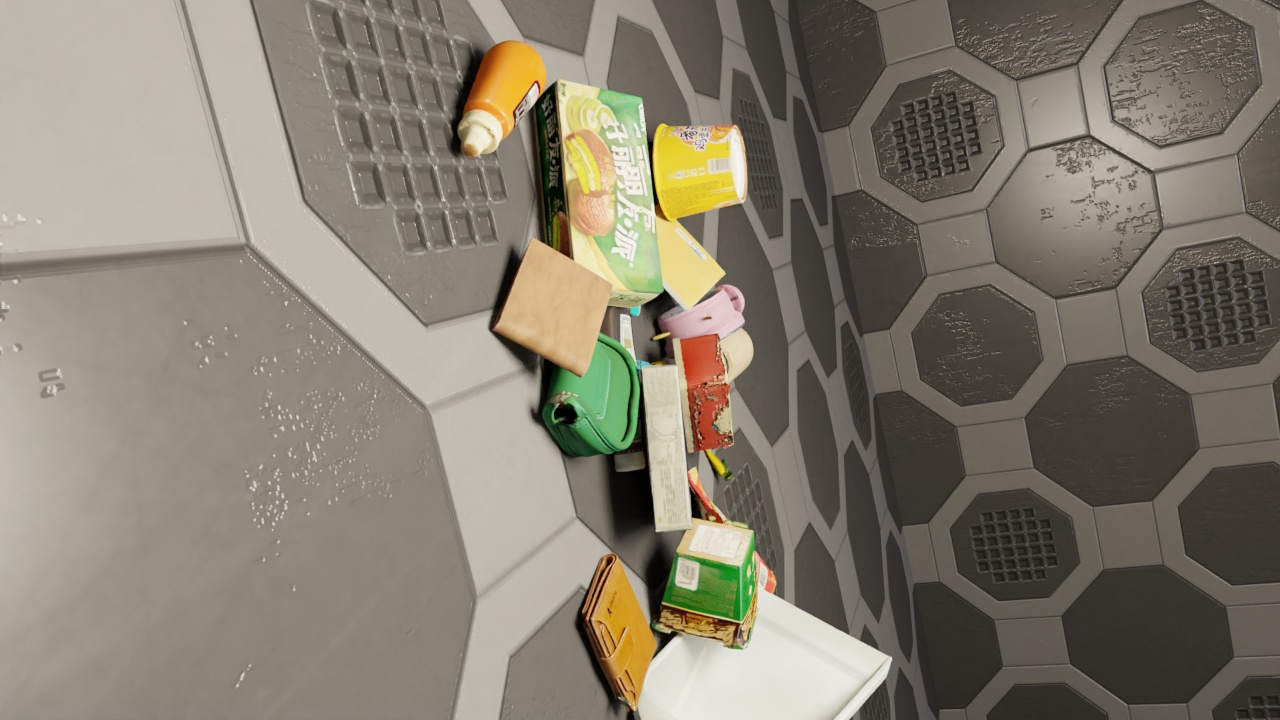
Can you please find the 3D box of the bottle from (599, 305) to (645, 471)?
[{"bbox_3d":[-0.025,0.030,1.066,0.079,0.044,0.195,0,81,-72],"label":"bottle"}]

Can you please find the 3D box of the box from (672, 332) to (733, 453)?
[{"bbox_3d":[0.092,0.046,1.220,0.168,0.080,0.091,79,4,-52],"label":"box"}]

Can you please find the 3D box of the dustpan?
[{"bbox_3d":[0.121,0.362,1.025,0.257,0.223,0.143,-52,145,-24],"label":"dustpan"}]

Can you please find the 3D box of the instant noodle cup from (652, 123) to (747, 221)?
[{"bbox_3d":[0.089,-0.273,1.302,0.138,0.110,0.138,-3,90,-72],"label":"instant noodle cup"}]

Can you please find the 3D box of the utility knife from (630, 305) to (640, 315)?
[{"bbox_3d":[-0.034,-0.082,1.135,0.151,0.013,0.029,26,53,-60],"label":"utility knife"}]

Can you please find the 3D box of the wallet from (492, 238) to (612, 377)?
[{"bbox_3d":[-0.083,-0.053,0.906,0.101,0.020,0.115,30,56,-20],"label":"wallet"}]

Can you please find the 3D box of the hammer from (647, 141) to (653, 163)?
[{"bbox_3d":[-0.001,-0.287,1.280,0.300,0.033,0.129,-39,117,-65],"label":"hammer"}]

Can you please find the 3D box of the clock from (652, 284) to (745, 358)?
[{"bbox_3d":[0.086,-0.059,1.285,0.060,0.117,0.158,65,26,-7],"label":"clock"}]

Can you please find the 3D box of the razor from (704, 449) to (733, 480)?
[{"bbox_3d":[0.105,0.119,1.360,0.043,0.028,0.133,-109,179,-58],"label":"razor"}]

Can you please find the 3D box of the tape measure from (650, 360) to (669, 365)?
[{"bbox_3d":[0.025,0.030,1.205,0.057,0.029,0.060,-39,117,-64],"label":"tape measure"}]

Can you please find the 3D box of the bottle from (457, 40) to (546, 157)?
[{"bbox_3d":[-0.140,-0.249,0.893,0.067,0.067,0.149,59,37,-41],"label":"bottle"}]

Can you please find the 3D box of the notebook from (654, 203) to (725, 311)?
[{"bbox_3d":[0.045,-0.148,1.269,0.146,0.010,0.205,46,26,-1],"label":"notebook"}]

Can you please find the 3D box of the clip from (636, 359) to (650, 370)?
[{"bbox_3d":[-0.009,0.007,1.147,0.057,0.047,0.014,24,59,-61],"label":"clip"}]

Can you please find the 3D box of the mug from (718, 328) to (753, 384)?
[{"bbox_3d":[0.111,0.014,1.375,0.103,0.084,0.125,-35,139,-64],"label":"mug"}]

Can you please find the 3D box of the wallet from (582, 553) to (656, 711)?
[{"bbox_3d":[-0.025,0.292,0.970,0.118,0.035,0.131,-70,143,-61],"label":"wallet"}]

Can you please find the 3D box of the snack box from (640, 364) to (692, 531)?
[{"bbox_3d":[0.030,0.102,1.076,0.182,0.046,0.178,80,4,-84],"label":"snack box"}]

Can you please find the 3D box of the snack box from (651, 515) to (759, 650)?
[{"bbox_3d":[0.083,0.257,1.090,0.117,0.118,0.106,-53,148,-62],"label":"snack box"}]

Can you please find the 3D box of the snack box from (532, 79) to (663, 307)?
[{"bbox_3d":[-0.048,-0.182,1.017,0.114,0.063,0.240,2,76,-34],"label":"snack box"}]

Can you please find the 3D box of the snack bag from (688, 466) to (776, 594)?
[{"bbox_3d":[0.123,0.257,1.283,0.208,0.073,0.128,61,2,-32],"label":"snack bag"}]

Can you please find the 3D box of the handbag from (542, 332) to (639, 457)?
[{"bbox_3d":[-0.055,0.030,0.958,0.120,0.068,0.131,51,35,-48],"label":"handbag"}]
